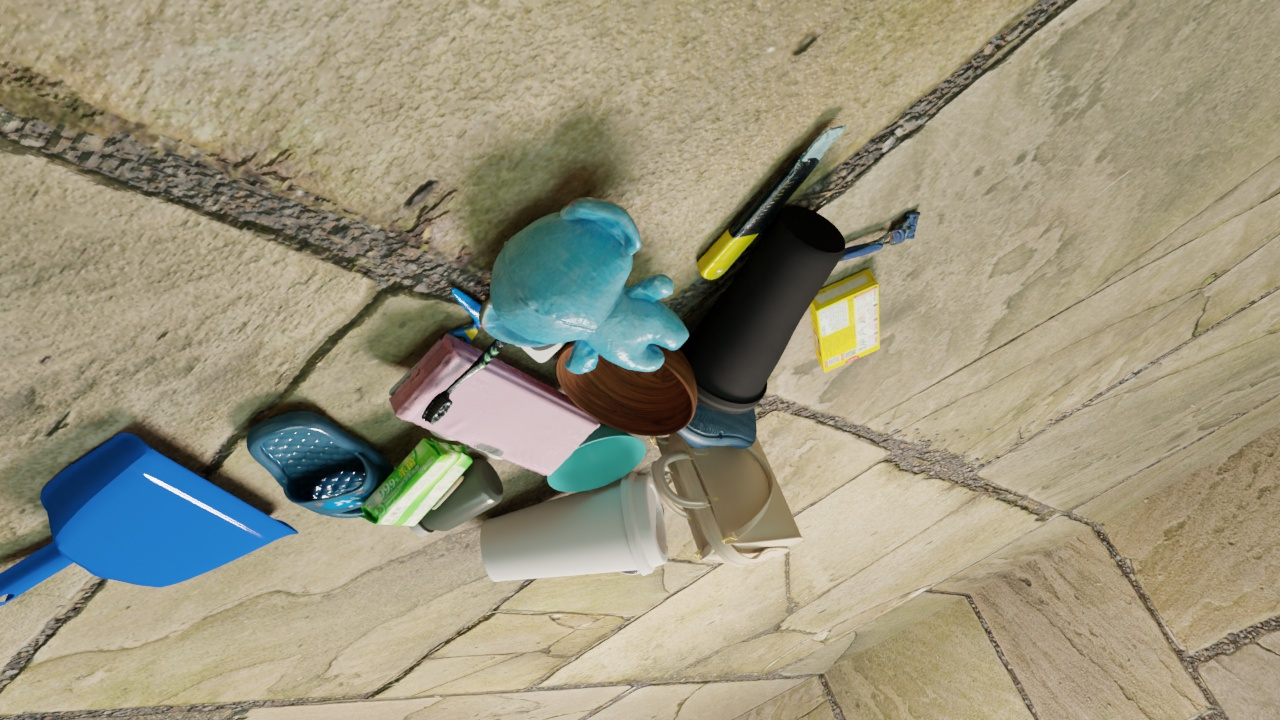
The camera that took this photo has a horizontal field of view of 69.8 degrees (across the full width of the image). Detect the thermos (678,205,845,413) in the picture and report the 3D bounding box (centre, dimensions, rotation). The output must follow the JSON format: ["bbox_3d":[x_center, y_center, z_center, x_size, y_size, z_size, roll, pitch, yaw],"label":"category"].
[{"bbox_3d":[0.120,-0.049,0.927,0.105,0.105,0.219,-1,137,-32],"label":"thermos"}]

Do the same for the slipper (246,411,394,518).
[{"bbox_3d":[-0.322,0.118,0.932,0.104,0.059,0.214,-21,148,2],"label":"slipper"}]

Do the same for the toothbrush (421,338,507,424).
[{"bbox_3d":[-0.130,-0.012,0.835,0.188,0.017,0.014,-46,138,-4],"label":"toothbrush"}]

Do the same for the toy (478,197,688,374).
[{"bbox_3d":[-0.041,-0.059,0.795,0.180,0.114,0.184,28,127,-26],"label":"toy"}]

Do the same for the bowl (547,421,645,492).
[{"bbox_3d":[-0.059,0.105,1.091,0.121,0.046,0.121,-16,148,-11],"label":"bowl"}]

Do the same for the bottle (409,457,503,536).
[{"bbox_3d":[-0.217,0.161,1.062,0.108,0.060,0.060,-29,148,10],"label":"bottle"}]

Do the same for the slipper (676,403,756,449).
[{"bbox_3d":[0.076,0.054,1.066,0.059,0.103,0.213,-14,163,28],"label":"slipper"}]

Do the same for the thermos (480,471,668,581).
[{"bbox_3d":[-0.085,0.223,1.171,0.222,0.131,0.131,-12,150,9],"label":"thermos"}]

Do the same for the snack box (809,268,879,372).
[{"bbox_3d":[0.241,-0.043,1.077,0.075,0.025,0.152,-24,148,1],"label":"snack box"}]

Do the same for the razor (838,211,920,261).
[{"bbox_3d":[0.228,-0.117,0.964,0.141,0.018,0.044,-20,149,-4],"label":"razor"}]

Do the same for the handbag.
[{"bbox_3d":[0.085,0.157,1.116,0.101,0.194,0.197,-38,149,30],"label":"handbag"}]

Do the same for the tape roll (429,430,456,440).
[{"bbox_3d":[-0.177,0.050,0.958,0.094,0.019,0.094,-17,148,-11],"label":"tape roll"}]

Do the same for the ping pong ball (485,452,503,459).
[{"bbox_3d":[-0.155,0.089,1.010,0.040,0.040,0.040,-16,148,-11],"label":"ping pong ball"}]

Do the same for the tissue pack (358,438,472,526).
[{"bbox_3d":[-0.238,0.133,0.985,0.114,0.034,0.099,-48,164,-2],"label":"tissue pack"}]

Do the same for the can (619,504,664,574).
[{"bbox_3d":[-0.011,0.244,1.301,0.080,0.080,0.146,-15,148,-13],"label":"can"}]

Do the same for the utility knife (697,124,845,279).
[{"bbox_3d":[0.119,-0.145,0.849,0.028,0.020,0.198,6,140,-41],"label":"utility knife"}]

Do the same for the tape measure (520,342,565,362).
[{"bbox_3d":[-0.088,-0.032,0.876,0.064,0.017,0.065,-43,150,3],"label":"tape measure"}]

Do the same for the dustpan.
[{"bbox_3d":[-0.519,0.181,0.902,0.257,0.059,0.246,-32,149,-4],"label":"dustpan"}]

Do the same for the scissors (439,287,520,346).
[{"bbox_3d":[-0.138,-0.036,0.856,0.125,0.016,0.126,2,142,-40],"label":"scissors"}]

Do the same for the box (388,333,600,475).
[{"bbox_3d":[-0.140,0.049,0.927,0.098,0.041,0.232,-47,140,11],"label":"box"}]

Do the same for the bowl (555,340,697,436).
[{"bbox_3d":[-0.006,0.006,0.934,0.147,0.068,0.147,15,143,12],"label":"bowl"}]
